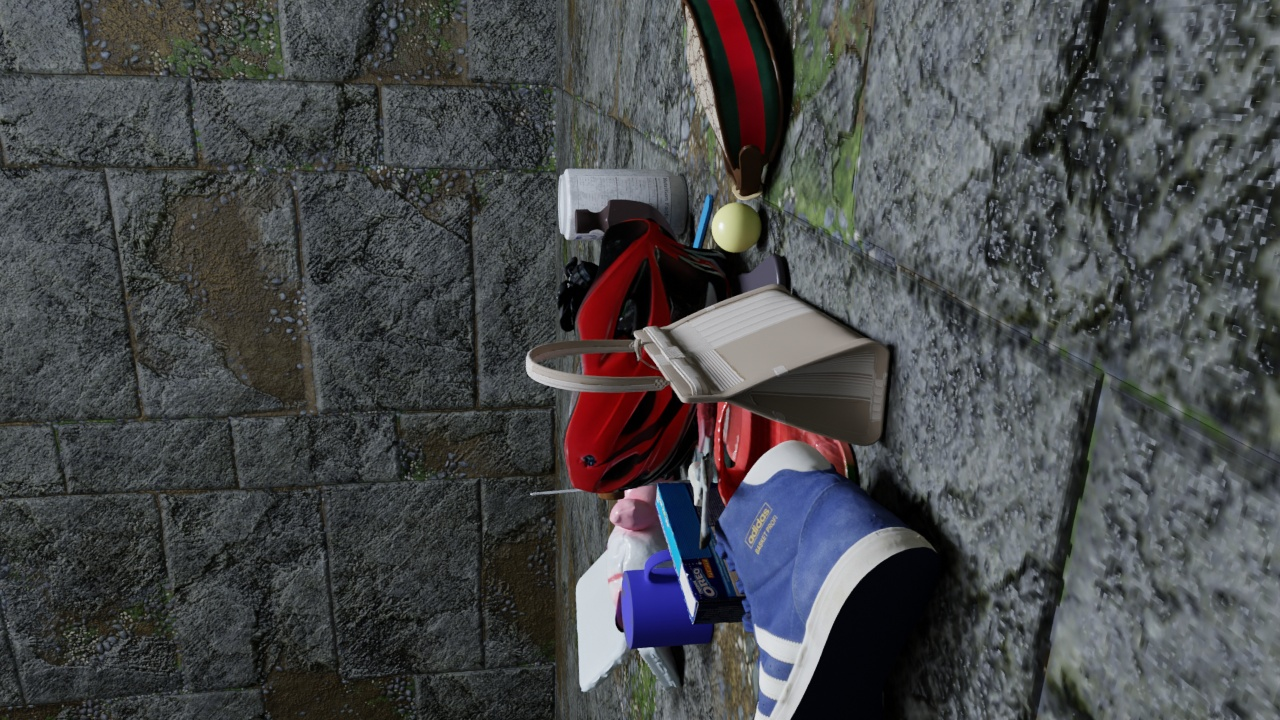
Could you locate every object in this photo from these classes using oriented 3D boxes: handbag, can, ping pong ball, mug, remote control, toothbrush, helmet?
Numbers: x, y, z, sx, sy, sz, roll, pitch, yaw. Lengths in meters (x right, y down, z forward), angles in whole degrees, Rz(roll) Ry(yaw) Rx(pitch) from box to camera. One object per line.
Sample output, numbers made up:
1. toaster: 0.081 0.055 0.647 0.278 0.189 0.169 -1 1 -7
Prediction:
1. handbag: 0.027 -0.001 0.582 0.175 0.198 0.062 -122 32 -72
2. can: -0.021 -0.174 1.024 0.078 0.136 0.078 178 91 -81
3. ping pong ball: 0.078 -0.107 0.740 0.040 0.040 0.040 178 91 -81
4. mug: 0.028 0.245 0.958 0.079 0.083 0.111 -109 20 -61
5. handbag: 0.075 -0.209 0.732 0.138 0.063 0.166 73 -176 -57
6. remote control: 0.095 -0.054 0.737 0.124 0.009 0.046 152 116 -79
7. toothbrush: 0.053 -0.111 0.962 0.167 0.014 0.016 103 163 -54
8. toothbrush: -0.022 0.134 0.942 0.010 0.181 0.010 -141 47 -85
9. helmet: -0.005 0.005 0.853 0.217 0.167 0.273 -79 2 -57

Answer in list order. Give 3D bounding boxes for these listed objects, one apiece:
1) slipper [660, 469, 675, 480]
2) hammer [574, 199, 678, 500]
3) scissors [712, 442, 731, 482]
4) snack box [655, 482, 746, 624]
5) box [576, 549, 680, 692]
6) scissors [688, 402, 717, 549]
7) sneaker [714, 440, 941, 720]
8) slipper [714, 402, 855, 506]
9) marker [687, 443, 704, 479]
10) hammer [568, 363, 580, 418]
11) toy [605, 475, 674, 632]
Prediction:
1. slipper: 0.006 0.012 1.074 0.113 0.075 0.267 103 163 -57
2. hammer: -0.021 -0.010 0.990 0.033 0.115 0.323 -142 55 -79
3. scissors: 0.077 0.145 0.882 0.171 0.023 0.167 -178 81 -78
4. snack box: 0.064 0.149 0.735 0.150 0.082 0.027 -108 21 -61
5. box: -0.039 0.337 1.170 0.215 0.124 0.107 -112 -2 -65
6. scissors: 0.043 0.063 0.617 0.180 0.015 0.187 93 -176 -59
7. sneaker: 0.084 0.158 0.537 0.118 0.091 0.233 -129 38 -48
8. slipper: 0.085 0.065 0.676 0.248 0.059 0.103 -130 40 -73
9. marker: 0.060 0.109 0.950 0.147 0.017 0.017 99 166 -48
10. hammer: -0.032 0.135 1.180 0.137 0.035 0.315 -75 -23 -48
11. toy: 0.003 0.212 1.080 0.142 0.084 0.212 49 -141 -65
